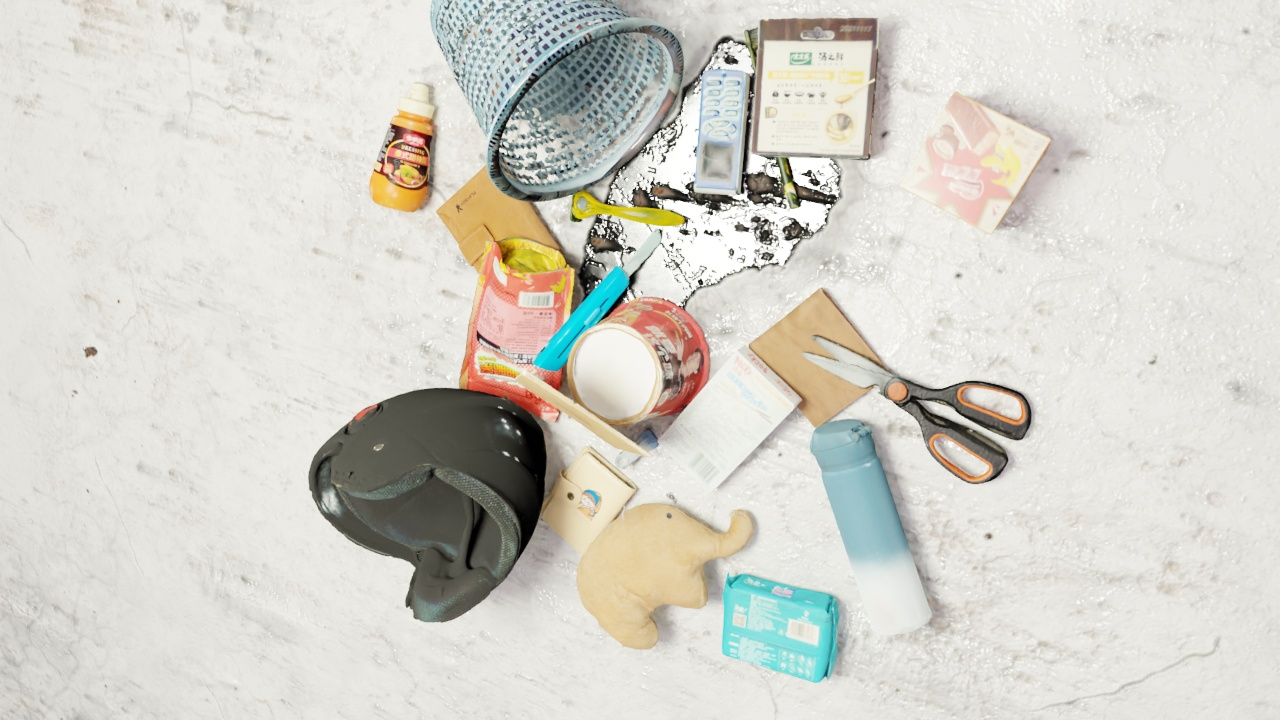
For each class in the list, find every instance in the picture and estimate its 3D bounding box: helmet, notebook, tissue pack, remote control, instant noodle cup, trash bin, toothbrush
[{"bbox_3d":[-0.238,0.144,1.056,0.275,0.229,0.234,3,127,29],"label":"helmet"},{"bbox_3d":[-0.067,0.056,0.965,0.148,0.208,0.008,34,82,-7],"label":"notebook"},{"bbox_3d":[0.150,0.292,1.011,0.134,0.050,0.093,10,106,22],"label":"tissue pack"},{"bbox_3d":[0.084,-0.234,0.945,0.049,0.024,0.125,9,103,22],"label":"remote control"},{"bbox_3d":[-0.006,0.006,0.988,0.138,0.108,0.138,5,102,22],"label":"instant noodle cup"},{"bbox_3d":[-0.101,-0.308,0.924,0.227,0.226,0.195,-44,69,24],"label":"trash bin"},{"bbox_3d":[0.135,-0.244,0.928,0.017,0.012,0.186,-14,95,14],"label":"toothbrush"}]

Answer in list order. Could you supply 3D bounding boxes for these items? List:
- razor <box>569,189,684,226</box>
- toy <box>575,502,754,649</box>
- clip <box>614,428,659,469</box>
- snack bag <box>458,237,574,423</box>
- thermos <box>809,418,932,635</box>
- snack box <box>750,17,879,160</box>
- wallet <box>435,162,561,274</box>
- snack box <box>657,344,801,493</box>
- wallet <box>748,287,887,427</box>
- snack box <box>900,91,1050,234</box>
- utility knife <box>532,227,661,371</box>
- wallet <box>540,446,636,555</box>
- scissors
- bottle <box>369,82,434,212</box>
[{"bbox_3d":[-0.016,-0.163,1.005,0.133,0.028,0.043,13,102,19],"label":"razor"},{"bbox_3d":[0.021,0.226,1.043,0.143,0.082,0.226,48,111,4],"label":"toy"},{"bbox_3d":[-0.005,0.103,1.058,0.056,0.026,0.024,-38,89,16],"label":"clip"},{"bbox_3d":[-0.140,-0.031,1.055,0.128,0.073,0.208,17,122,8],"label":"snack bag"},{"bbox_3d":[0.234,0.168,0.943,0.070,0.070,0.220,-18,92,26],"label":"thermos"},{"bbox_3d":[0.168,-0.258,0.882,0.113,0.053,0.126,6,100,15],"label":"snack box"},{"bbox_3d":[-0.166,-0.152,1.070,0.108,0.031,0.132,-35,85,24],"label":"wallet"},{"bbox_3d":[0.093,0.066,0.990,0.084,0.026,0.157,45,123,10],"label":"snack box"},{"bbox_3d":[0.184,-0.001,0.954,0.101,0.020,0.115,-39,87,25],"label":"wallet"},{"bbox_3d":[0.304,-0.178,0.832,0.093,0.076,0.094,33,112,14],"label":"snack box"},{"bbox_3d":[-0.044,-0.066,1.015,0.203,0.034,0.018,-49,39,8],"label":"utility knife"},{"bbox_3d":[-0.068,0.167,1.096,0.087,0.024,0.115,40,114,13],"label":"wallet"},{"bbox_3d":[0.277,0.024,0.913,0.161,0.021,0.234,-40,84,18],"label":"scissors"},{"bbox_3d":[-0.275,-0.253,1.082,0.067,0.066,0.149,19,101,19],"label":"bottle"}]
